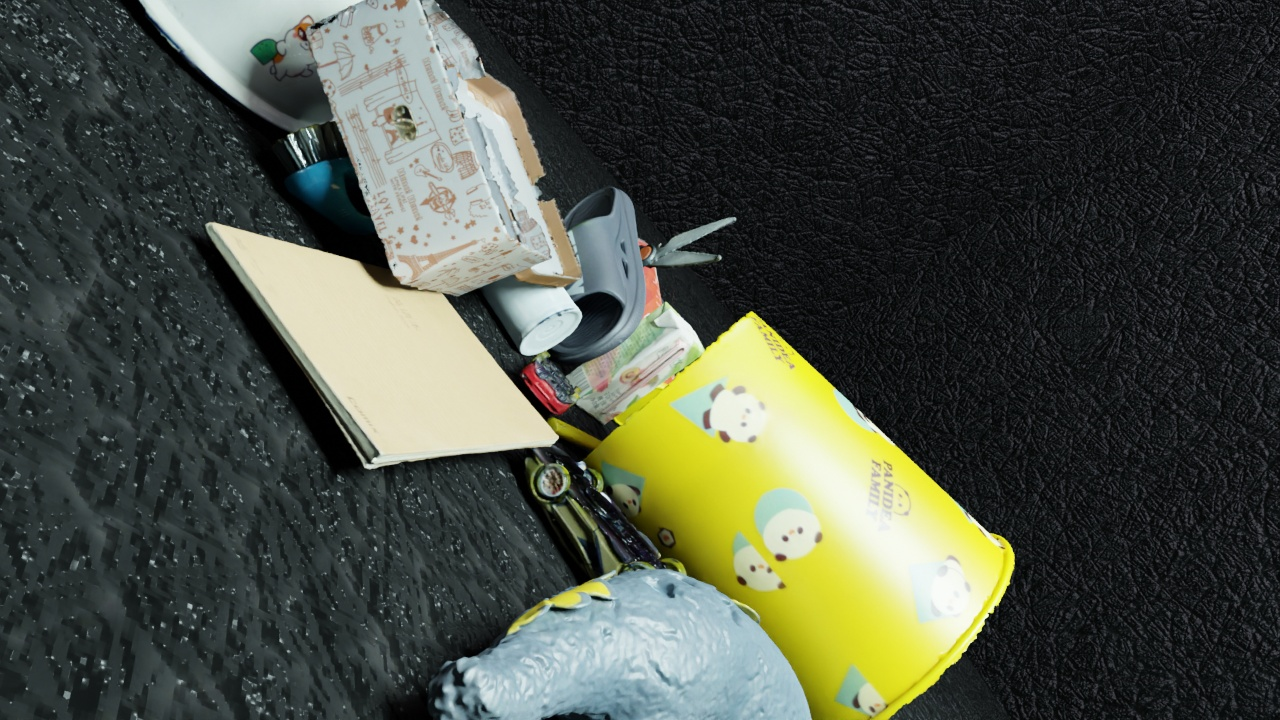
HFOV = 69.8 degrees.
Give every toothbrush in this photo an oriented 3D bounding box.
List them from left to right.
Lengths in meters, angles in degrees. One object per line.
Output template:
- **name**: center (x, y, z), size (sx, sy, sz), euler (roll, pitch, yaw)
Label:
- **toothbrush**: center (-0.028, 0.083, 0.791), size (0.190, 0.017, 0.015), euler (35, 21, -56)

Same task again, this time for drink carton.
- **drink carton**: center (-0.005, 0.005, 0.851), size (0.053, 0.123, 0.045), euler (43, 16, -49)

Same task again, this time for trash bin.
- **trash bin**: center (0.103, 0.116, 0.696), size (0.255, 0.230, 0.229), euler (49, 10, 4)

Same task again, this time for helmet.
- **helmet**: center (-0.265, -0.307, 0.660), size (0.274, 0.157, 0.230), euler (58, 12, 31)

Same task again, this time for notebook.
- **notebook**: center (-0.135, -0.005, 0.528), size (0.149, 0.012, 0.211), euler (50, 11, 13)

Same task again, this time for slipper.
- **slipper**: center (-0.062, -0.101, 0.902), size (0.083, 0.111, 0.267), euler (47, 26, -33)

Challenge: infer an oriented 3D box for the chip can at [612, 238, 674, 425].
- **chip can**: center (-0.006, -0.034, 0.969), size (0.073, 0.073, 0.216), euler (43, 30, -44)

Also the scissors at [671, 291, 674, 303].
- **scissors**: center (0.028, -0.014, 1.077), size (0.014, 0.159, 0.180), euler (11, 15, 6)

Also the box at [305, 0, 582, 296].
- **box**: center (-0.121, -0.140, 0.672), size (0.260, 0.082, 0.177), euler (-8, 77, -81)

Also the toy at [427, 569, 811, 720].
- **toy**: center (0.028, 0.183, 0.476), size (0.356, 0.092, 0.137), euler (43, 26, -35)

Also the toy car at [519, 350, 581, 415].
- **toy car**: center (-0.074, 0.020, 0.749), size (0.049, 0.031, 0.106), euler (50, 2, -4)

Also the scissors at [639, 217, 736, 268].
- **scissors**: center (-0.010, -0.092, 0.933), size (0.021, 0.204, 0.224), euler (45, -6, -36)

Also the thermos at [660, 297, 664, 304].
- **thermos**: center (-0.031, -0.070, 1.120), size (0.093, 0.093, 0.143), euler (44, 5, -40)

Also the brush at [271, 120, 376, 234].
- **brush**: center (-0.197, -0.123, 0.632), size (0.143, 0.055, 0.073), euler (-69, 140, -79)

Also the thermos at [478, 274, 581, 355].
- **thermos**: center (-0.134, -0.109, 0.823), size (0.220, 0.070, 0.070), euler (56, 11, 17)

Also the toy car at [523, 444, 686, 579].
- **toy car**: center (-0.026, 0.114, 0.604), size (0.158, 0.042, 0.070), euler (48, 8, 22)
